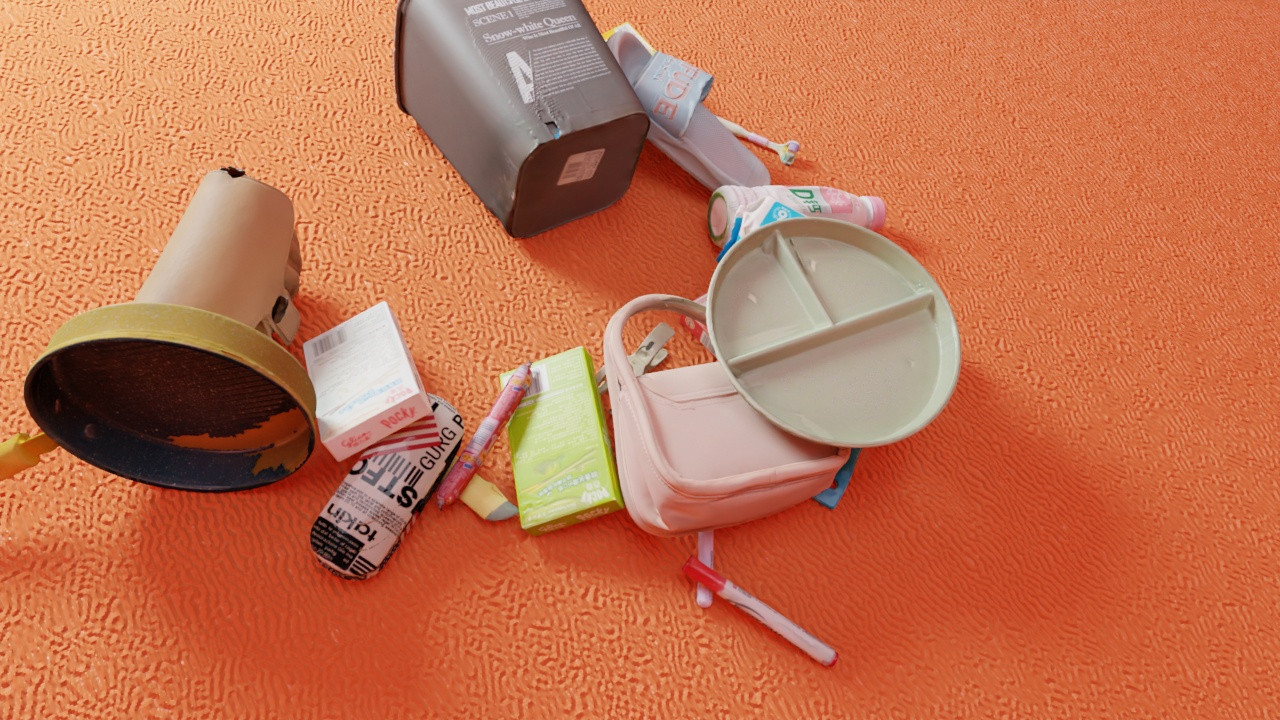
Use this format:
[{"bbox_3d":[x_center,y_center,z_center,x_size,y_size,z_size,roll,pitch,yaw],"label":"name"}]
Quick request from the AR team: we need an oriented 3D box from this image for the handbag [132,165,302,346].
[{"bbox_3d":[-0.350,-0.054,0.778,0.100,0.148,0.204,11,59,-1],"label":"handbag"}]

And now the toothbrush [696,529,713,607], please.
[{"bbox_3d":[0.062,0.127,0.813,0.021,0.029,0.188,-16,50,30],"label":"toothbrush"}]

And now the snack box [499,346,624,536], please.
[{"bbox_3d":[-0.071,0.068,0.803,0.086,0.026,0.156,-20,58,8],"label":"snack box"}]

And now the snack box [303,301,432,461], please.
[{"bbox_3d":[-0.235,0.013,0.779,0.084,0.027,0.156,-29,40,-6],"label":"snack box"}]

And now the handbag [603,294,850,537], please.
[{"bbox_3d":[0.054,0.031,0.811,0.193,0.094,0.234,-8,59,-30],"label":"handbag"}]

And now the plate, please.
[{"bbox_3d":[0.167,-0.026,0.802,0.230,0.028,0.229,4,63,-8],"label":"plate"}]

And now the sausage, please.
[{"bbox_3d":[-0.131,0.062,0.790,0.020,0.020,0.155,27,65,8],"label":"sausage"}]

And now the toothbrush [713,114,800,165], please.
[{"bbox_3d":[0.101,-0.284,1.105,0.189,0.029,0.020,26,12,8],"label":"toothbrush"}]

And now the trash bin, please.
[{"bbox_3d":[-0.119,-0.269,0.953,0.198,0.199,0.219,-25,69,-25],"label":"trash bin"}]

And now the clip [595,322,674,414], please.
[{"bbox_3d":[-0.008,0.013,0.877,0.034,0.077,0.103,35,46,14],"label":"clip"}]

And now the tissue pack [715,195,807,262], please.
[{"bbox_3d":[0.147,-0.092,0.902,0.140,0.090,0.063,31,57,7],"label":"tissue pack"}]

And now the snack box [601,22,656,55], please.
[{"bbox_3d":[-0.012,-0.339,1.102,0.086,0.034,0.140,-32,64,-14],"label":"snack box"}]

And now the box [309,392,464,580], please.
[{"bbox_3d":[-0.204,0.107,0.760,0.075,0.076,0.163,30,61,-3],"label":"box"}]

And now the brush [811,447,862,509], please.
[{"bbox_3d":[0.230,0.038,0.894,0.083,0.046,0.254,31,61,9],"label":"brush"}]

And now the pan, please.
[{"bbox_3d":[-0.421,0.060,0.688,0.358,0.198,0.078,-9,50,7],"label":"pan"}]

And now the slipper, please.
[{"bbox_3d":[0.057,-0.270,1.011,0.245,0.074,0.103,41,43,-10],"label":"slipper"}]

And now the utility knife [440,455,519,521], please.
[{"bbox_3d":[-0.175,0.083,0.797,0.176,0.019,0.030,41,55,16],"label":"utility knife"}]

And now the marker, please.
[{"bbox_3d":[0.098,0.206,0.754,0.145,0.017,0.017,33,56,3],"label":"marker"}]

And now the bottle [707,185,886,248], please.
[{"bbox_3d":[0.174,-0.158,1.005,0.196,0.068,0.068,-3,56,-18],"label":"bottle"}]

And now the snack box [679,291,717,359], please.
[{"bbox_3d":[0.122,-0.058,0.947,0.155,0.027,0.077,-32,66,-28],"label":"snack box"}]
